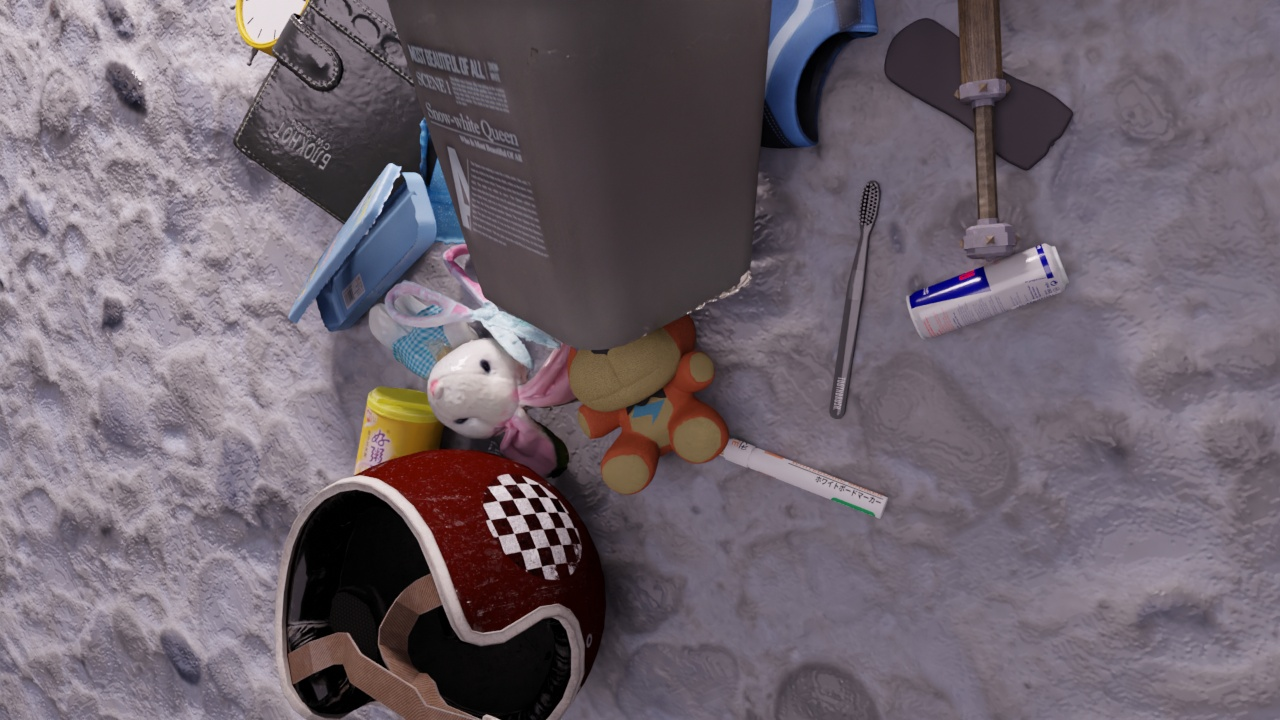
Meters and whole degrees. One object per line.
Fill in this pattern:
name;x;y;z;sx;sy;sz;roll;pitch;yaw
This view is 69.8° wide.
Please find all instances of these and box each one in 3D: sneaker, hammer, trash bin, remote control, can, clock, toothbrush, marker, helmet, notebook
sneaker;0.117;-0.255;0.587;0.098;0.083;0.241;20;112;24
hammer;0.213;-0.220;0.564;0.147;0.028;0.317;-3;92;18
trash bin;-0.029;-0.148;0.573;0.197;0.197;0.220;28;135;43
remote control;0.213;-0.173;0.590;0.124;0.009;0.046;41;111;16
can;-0.207;0.079;0.786;0.068;0.067;0.105;20;104;22
clock;-0.284;-0.318;0.773;0.152;0.052;0.113;-34;66;24
toothbrush;0.148;-0.040;0.636;0.013;0.013;0.167;11;103;24
can;0.221;-0.044;0.589;0.095;0.032;0.032;-22;87;26
marker;0.106;0.080;0.667;0.145;0.017;0.017;20;104;22
helmet;-0.140;0.179;0.661;0.234;0.253;0.233;-32;68;30
notebook;-0.219;-0.214;0.748;0.169;0.029;0.209;36;109;-10

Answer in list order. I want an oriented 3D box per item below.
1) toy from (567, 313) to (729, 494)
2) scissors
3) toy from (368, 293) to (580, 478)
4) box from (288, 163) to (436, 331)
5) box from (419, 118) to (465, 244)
toy;-0.004;0.004;0.671;0.112;0.096;0.176;-28;64;21
scissors;-0.135;-0.029;0.704;0.108;0.016;0.179;-30;49;-15
toy;-0.140;0.002;0.727;0.205;0.105;0.131;32;105;17
box;-0.241;-0.086;0.747;0.211;0.063;0.069;-29;74;46
box;-0.124;-0.193;0.668;0.094;0.110;0.232;5;105;0
